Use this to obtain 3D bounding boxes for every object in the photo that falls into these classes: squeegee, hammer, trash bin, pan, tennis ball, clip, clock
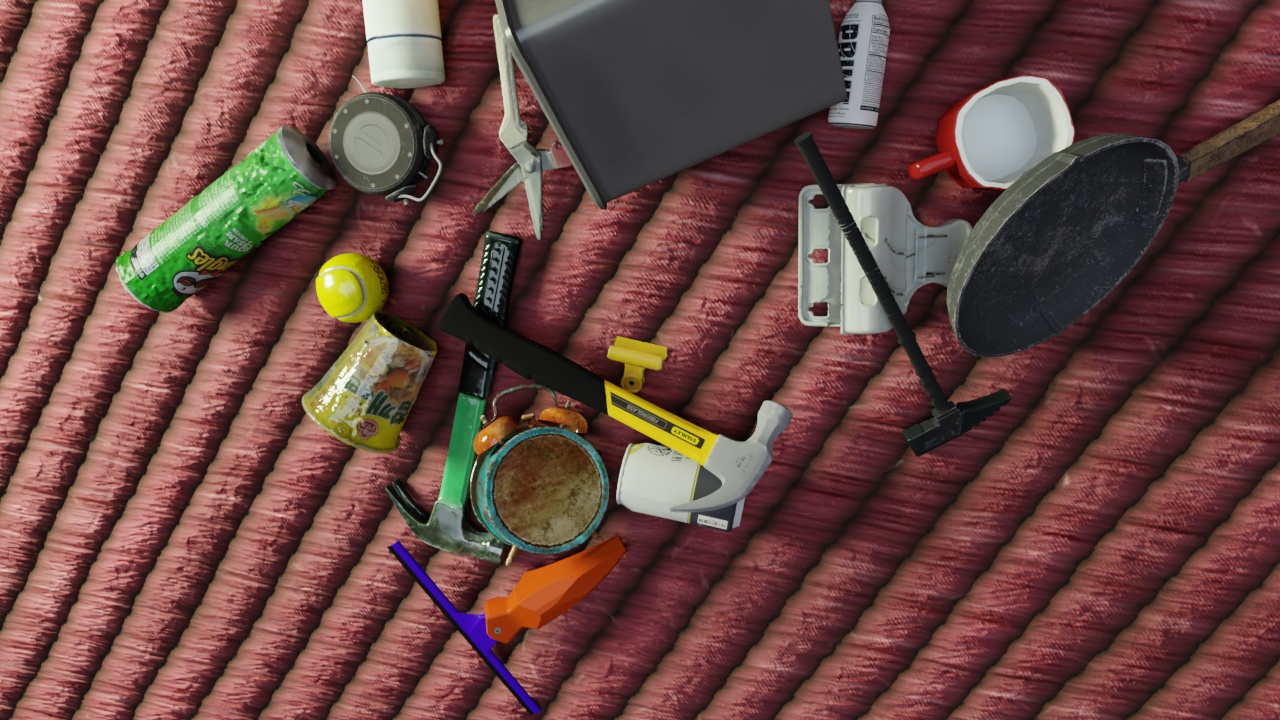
[{"bbox_3d":[-0.094,0.227,0.892,0.185,0.055,0.249,-32,113,0],"label":"squeegee"},{"bbox_3d":[0.204,-0.050,0.733,0.095,0.015,0.325,-30,122,11],"label":"hammer"},{"bbox_3d":[0.028,-0.244,0.705,0.220,0.192,0.097,-22,53,8],"label":"trash bin"},{"bbox_3d":[0.385,-0.129,0.714,0.357,0.208,0.040,-32,51,-3],"label":"pan"},{"bbox_3d":[-0.271,-0.068,0.865,0.065,0.065,0.065,2,101,10],"label":"tennis ball"},{"bbox_3d":[-0.005,0.005,0.852,0.054,0.046,0.048,13,78,6],"label":"clip"},{"bbox_3d":[-0.162,0.034,0.885,0.130,0.032,0.319,15,103,8],"label":"hammer"},{"bbox_3d":[0.205,-0.086,0.771,0.151,0.110,0.127,3,104,20],"label":"clip"},{"bbox_3d":[-0.233,-0.196,0.844,0.123,0.043,0.091,35,105,2],"label":"clock"},{"bbox_3d":[-0.097,0.101,0.851,0.121,0.073,0.157,-10,87,-19],"label":"clock"},{"bbox_3d":[-0.036,0.030,0.819,0.324,0.029,0.127,27,78,8],"label":"hammer"}]

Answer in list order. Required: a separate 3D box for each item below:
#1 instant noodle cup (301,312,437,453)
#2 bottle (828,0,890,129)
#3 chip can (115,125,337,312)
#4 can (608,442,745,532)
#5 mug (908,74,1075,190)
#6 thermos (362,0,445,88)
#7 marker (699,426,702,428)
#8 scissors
[{"bbox_3d":[-0.247,0.018,0.867,0.102,0.102,0.108,34,100,2],"label":"instant noodle cup"},{"bbox_3d":[0.183,-0.253,0.759,0.041,0.041,0.116,7,102,9],"label":"bottle"},{"bbox_3d":[-0.392,-0.134,0.872,0.223,0.075,0.075,-31,94,15],"label":"chip can"},{"bbox_3d":[0.033,0.115,0.847,0.127,0.064,0.064,11,103,8],"label":"can"},{"bbox_3d":[0.270,-0.172,0.730,0.116,0.096,0.080,-20,97,13],"label":"mug"},{"bbox_3d":[-0.213,-0.357,0.797,0.068,0.067,0.230,-1,100,10],"label":"thermos"},{"bbox_3d":[-0.007,0.046,0.860,0.133,0.027,0.023,24,67,5],"label":"marker"},{"bbox_3d":[-0.092,-0.214,0.814,0.199,0.015,0.179,-34,113,10],"label":"scissors"}]
